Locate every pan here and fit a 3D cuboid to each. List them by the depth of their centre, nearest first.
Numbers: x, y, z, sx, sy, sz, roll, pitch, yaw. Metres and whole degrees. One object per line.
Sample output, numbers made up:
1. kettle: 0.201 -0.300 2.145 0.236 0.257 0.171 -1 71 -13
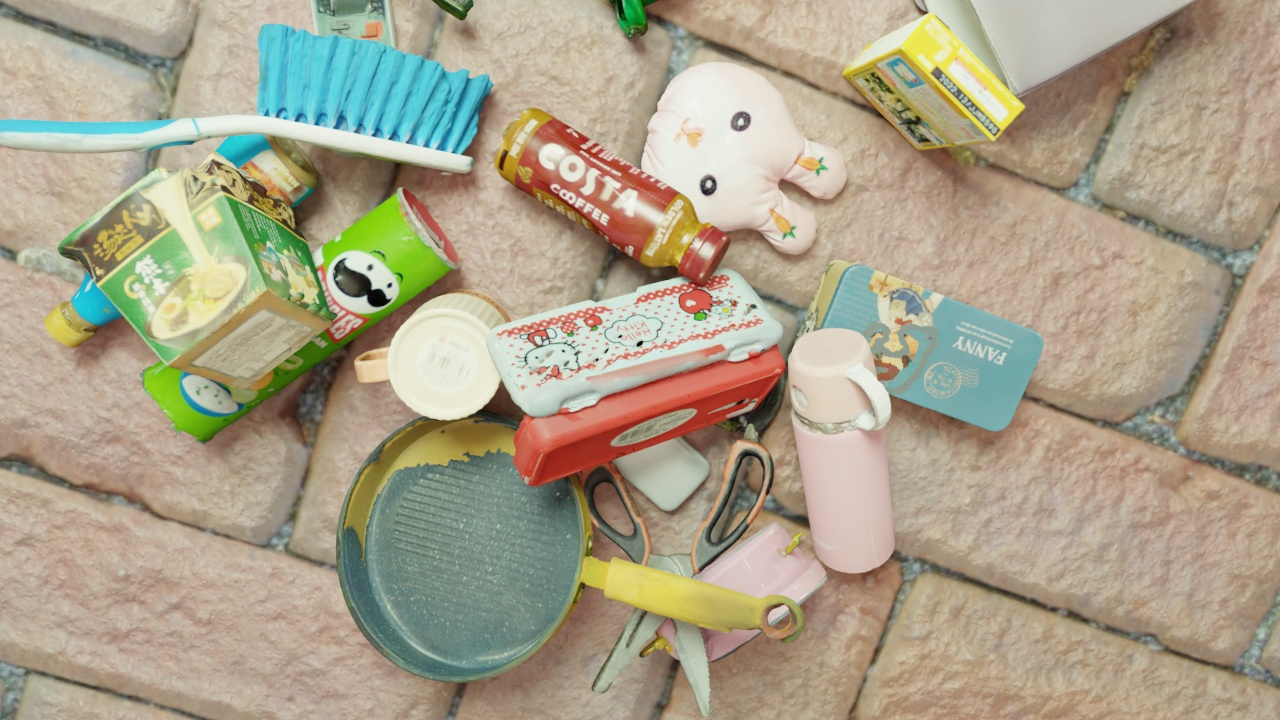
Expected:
1. pan: -0.060 0.144 0.649 0.358 0.078 0.197 8 83 16

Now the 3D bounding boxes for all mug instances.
1. mug: -0.150 -0.004 0.668 0.114 0.106 0.082 -9 101 -3

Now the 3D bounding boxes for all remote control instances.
1. remote control: -0.204 -0.217 0.668 0.056 0.019 0.135 -5 101 -3
2. remote control: -0.008 0.061 0.733 0.136 0.020 0.056 42 96 -10

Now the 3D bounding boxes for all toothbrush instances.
1. toothbrush: -0.198 -0.293 0.644 0.186 0.012 0.017 32 70 1

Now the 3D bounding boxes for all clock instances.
1. clock: 0.066 0.188 0.715 0.158 0.117 0.060 -37 80 4

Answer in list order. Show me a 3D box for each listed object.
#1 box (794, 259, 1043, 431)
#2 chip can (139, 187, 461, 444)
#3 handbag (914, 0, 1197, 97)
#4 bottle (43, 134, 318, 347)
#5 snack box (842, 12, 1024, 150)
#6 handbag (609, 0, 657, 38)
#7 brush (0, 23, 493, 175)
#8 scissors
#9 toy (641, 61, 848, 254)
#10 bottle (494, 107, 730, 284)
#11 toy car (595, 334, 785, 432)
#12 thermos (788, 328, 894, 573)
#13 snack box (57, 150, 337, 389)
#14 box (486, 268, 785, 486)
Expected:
1. box: 0.219 -0.011 0.715 0.184 0.061 0.090 18 100 -5
2. chip can: -0.248 -0.032 0.674 0.236 0.072 0.072 -34 101 3
3. handbag: 0.304 -0.288 0.649 0.197 0.098 0.145 -28 103 3
4. bottle: -0.336 -0.087 0.662 0.219 0.065 0.065 -36 101 4
5. snack box: 0.198 -0.189 0.638 0.087 0.140 0.034 41 94 -9
6. handbag: 0.021 -0.307 0.642 0.131 0.068 0.120 -27 102 2
7. brush: -0.247 -0.166 0.594 0.314 0.060 0.109 5 100 -33
8. scissors: 0.026 0.143 0.673 0.189 0.015 0.222 -26 68 8
9. toy: 0.079 -0.148 0.686 0.159 0.054 0.121 23 99 -16
10. bottle: -0.019 -0.115 0.655 0.175 0.057 0.057 32 97 10
11. toy car: 0.040 0.010 0.714 0.158 0.042 0.070 21 95 -19
12. thermos: 0.156 0.073 0.679 0.067 0.087 0.199 -27 127 -18
13. snack box: -0.273 -0.047 0.591 0.117 0.118 0.105 -36 72 3
14. box: -0.004 0.002 0.643 0.201 0.095 0.101 -17 66 -24
